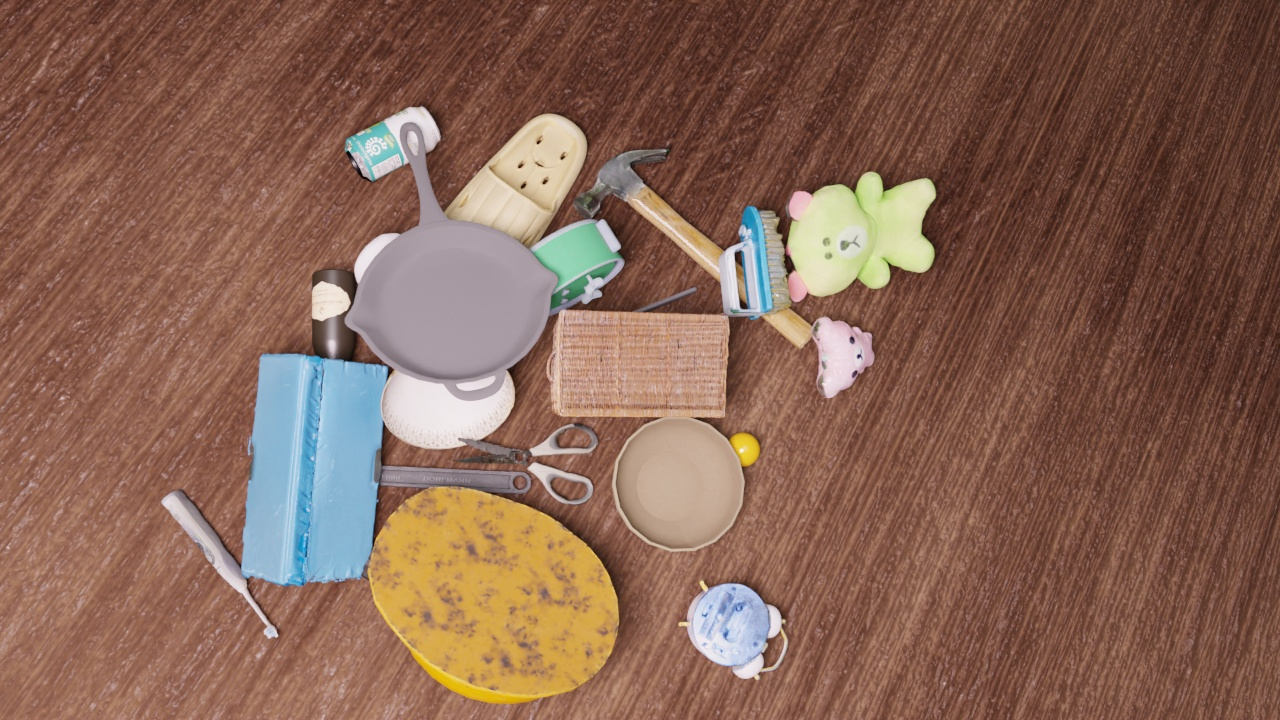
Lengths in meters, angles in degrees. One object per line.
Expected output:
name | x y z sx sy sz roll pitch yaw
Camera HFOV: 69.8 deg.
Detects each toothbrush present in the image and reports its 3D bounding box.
toothbrush | -0.005 -0.056 1.107 0.167 0.013 0.013 -23 75 -16
toothbrush | -0.432 0.213 0.953 0.185 0.022 0.024 52 37 2

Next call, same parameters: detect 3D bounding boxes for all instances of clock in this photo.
clock | -0.099 -0.090 1.039 0.161 0.122 0.075 -31 84 -11
clock | 0.109 0.303 1.032 0.125 0.052 0.088 32 73 -4

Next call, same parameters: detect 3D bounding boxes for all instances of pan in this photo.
pan | -0.210 -0.112 0.969 0.216 0.024 0.354 -13 65 -13

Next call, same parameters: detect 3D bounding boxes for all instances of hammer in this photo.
hammer | 0.083 -0.134 1.135 0.330 0.033 0.132 40 72 -2

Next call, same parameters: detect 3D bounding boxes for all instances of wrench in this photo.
wrench | -0.257 0.128 1.012 0.273 0.018 0.073 5 76 -12

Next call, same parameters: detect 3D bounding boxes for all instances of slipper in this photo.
slipper | -0.151 -0.195 1.074 0.111 0.079 0.261 33 73 0

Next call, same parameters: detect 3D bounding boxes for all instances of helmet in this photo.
helmet | -0.160 0.260 0.942 0.255 0.132 0.204 30 42 2

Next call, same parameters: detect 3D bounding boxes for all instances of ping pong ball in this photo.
ping pong ball | 0.121 0.105 1.083 0.040 0.040 0.040 3 77 -12

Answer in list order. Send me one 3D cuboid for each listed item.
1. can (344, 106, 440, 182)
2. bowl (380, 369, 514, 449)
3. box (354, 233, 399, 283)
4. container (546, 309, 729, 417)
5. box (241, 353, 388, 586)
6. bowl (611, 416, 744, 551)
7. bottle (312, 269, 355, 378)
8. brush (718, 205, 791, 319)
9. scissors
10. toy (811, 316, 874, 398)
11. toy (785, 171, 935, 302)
can | -0.288 -0.253 1.068 0.101 0.055 0.055 -33 86 -16
bowl | -0.214 0.025 1.003 0.145 0.145 0.063 -10 43 -14
box | -0.239 -0.061 1.031 0.084 0.136 0.147 -41 64 -12
container | -0.006 0.006 1.032 0.198 0.113 0.113 1 88 -12
box | -0.340 0.112 0.965 0.112 0.094 0.231 9 82 -51
bowl | 0.039 0.142 1.052 0.152 0.050 0.152 3 77 -11
bottle | -0.337 -0.006 1.009 0.045 0.045 0.184 -1 80 -12
brush | 0.132 -0.120 1.097 0.075 0.055 0.135 -1 79 -18
scissors | -0.120 0.105 1.040 0.165 0.013 0.150 43 68 -5
toy | 0.253 -0.009 1.131 0.095 0.053 0.099 -10 98 -30
toy | 0.265 -0.157 1.146 0.197 0.107 0.150 -5 102 -4
